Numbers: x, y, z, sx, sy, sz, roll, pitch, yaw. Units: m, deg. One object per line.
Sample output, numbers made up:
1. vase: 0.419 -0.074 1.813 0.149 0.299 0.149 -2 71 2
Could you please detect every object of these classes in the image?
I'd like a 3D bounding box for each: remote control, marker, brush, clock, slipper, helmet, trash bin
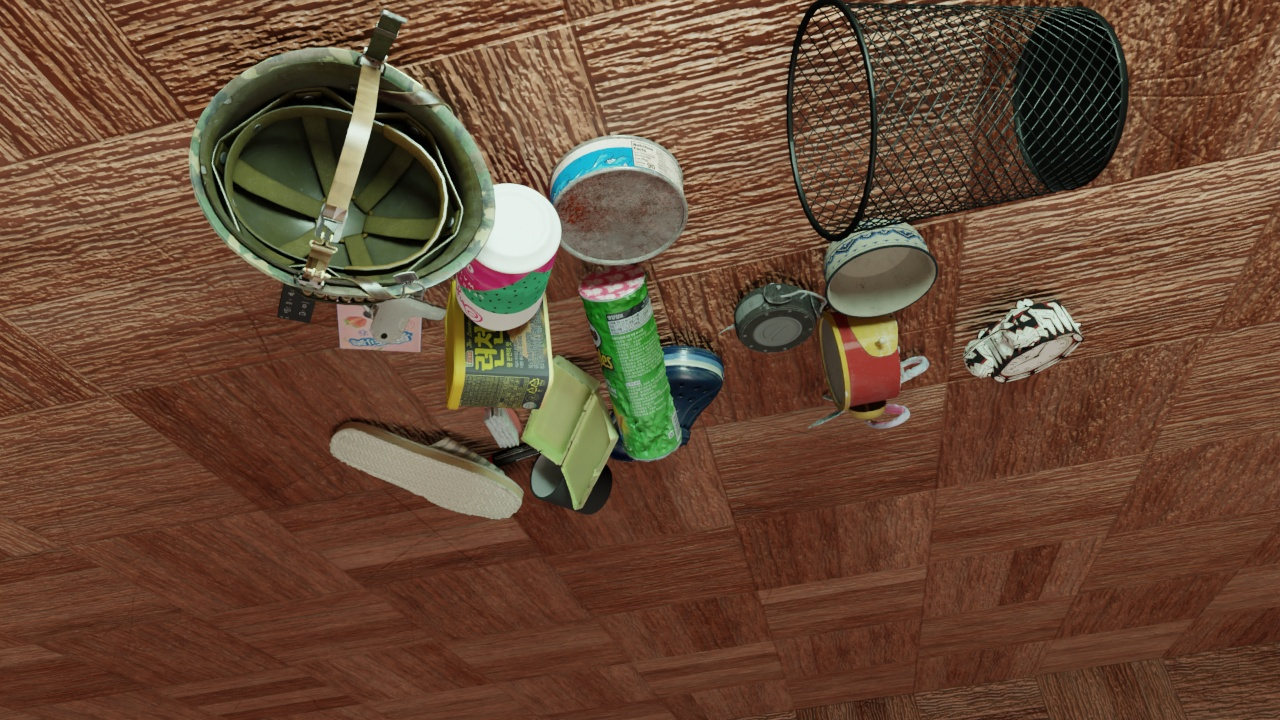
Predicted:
1. remote control: -0.343 -0.088 0.936 0.034 0.013 0.150 11 142 -23
2. marker: -0.142 0.119 1.256 0.145 0.021 0.023 -19 173 18
3. brush: -0.187 0.060 1.157 0.041 0.030 0.172 -10 145 5
4. clock: 0.154 -0.053 1.032 0.091 0.043 0.123 16 140 -28
5. slipper: -0.284 0.144 1.243 0.272 0.053 0.115 26 138 -24
6. clock: 0.444 -0.028 1.089 0.154 0.065 0.115 -2 149 -33
7. clock: 0.261 0.004 1.066 0.081 0.117 0.159 -11 138 1
8. helmet: -0.225 -0.140 0.714 0.224 0.192 0.236 13 170 -4
9. slipper: 0.029 0.073 1.156 0.105 0.095 0.254 12 145 -20
10. trash bin: 0.247 -0.198 0.732 0.210 0.183 0.184 -7 146 -8

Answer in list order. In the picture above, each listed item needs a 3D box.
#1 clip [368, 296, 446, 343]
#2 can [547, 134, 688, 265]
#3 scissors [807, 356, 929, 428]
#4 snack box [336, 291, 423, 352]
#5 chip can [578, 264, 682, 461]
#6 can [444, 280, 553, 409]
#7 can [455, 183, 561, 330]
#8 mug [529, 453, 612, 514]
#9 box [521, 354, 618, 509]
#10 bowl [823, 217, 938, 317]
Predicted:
1. clip: -0.254 -0.046 0.936 0.101 0.040 0.054 19 124 -33
2. can: -0.022 -0.149 0.868 0.130 0.044 0.130 -4 145 -3
3. scissors: 0.295 0.042 1.156 0.014 0.167 0.171 54 162 -17
4. snack box: -0.272 -0.065 0.961 0.088 0.033 0.154 3 144 -14
5. chip can: -0.007 0.007 1.007 0.075 0.075 0.223 -10 124 6
6. can: -0.151 -0.014 0.969 0.101 0.130 0.073 3 144 -18
7. can: -0.129 -0.092 0.870 0.088 0.088 0.166 3 160 -12
8. mug: -0.108 0.168 1.295 0.088 0.078 0.114 26 161 -38
9. box: -0.084 0.090 1.148 0.048 0.140 0.188 -24 154 -32
10. bowl: 0.245 -0.103 0.960 0.115 0.059 0.116 -4 145 -3
